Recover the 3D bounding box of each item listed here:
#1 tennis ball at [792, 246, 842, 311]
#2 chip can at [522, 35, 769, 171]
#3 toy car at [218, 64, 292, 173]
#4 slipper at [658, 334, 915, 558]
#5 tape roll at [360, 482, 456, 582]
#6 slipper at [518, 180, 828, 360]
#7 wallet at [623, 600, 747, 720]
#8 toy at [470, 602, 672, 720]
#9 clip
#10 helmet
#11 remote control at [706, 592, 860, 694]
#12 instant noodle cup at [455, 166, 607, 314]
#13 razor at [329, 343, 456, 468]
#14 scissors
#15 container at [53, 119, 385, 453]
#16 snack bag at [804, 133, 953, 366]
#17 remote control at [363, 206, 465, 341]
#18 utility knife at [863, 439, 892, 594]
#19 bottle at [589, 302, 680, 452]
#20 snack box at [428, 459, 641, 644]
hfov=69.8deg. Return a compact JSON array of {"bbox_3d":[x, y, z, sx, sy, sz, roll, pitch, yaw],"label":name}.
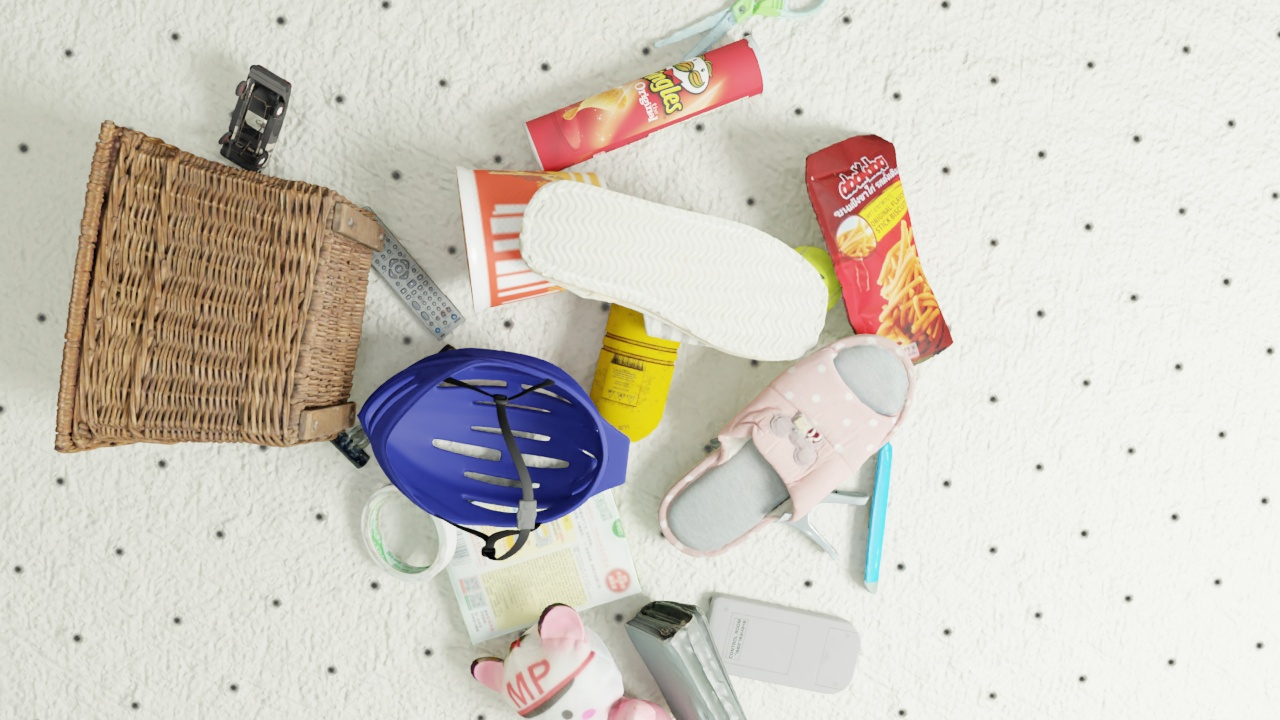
[{"bbox_3d":[0.150,-0.071,0.831,0.065,0.065,0.065,0,96,-3],"label":"tennis ball"},{"bbox_3d":[0.004,-0.225,0.814,0.214,0.052,0.052,-21,97,-1],"label":"chip can"},{"bbox_3d":[-0.332,-0.209,0.797,0.040,0.037,0.092,30,119,-7],"label":"toy car"},{"bbox_3d":[0.126,0.083,0.807,0.114,0.054,0.275,44,107,-7],"label":"slipper"},{"bbox_3d":[-0.213,0.156,0.840,0.094,0.018,0.094,5,104,20],"label":"tape roll"},{"bbox_3d":[0.029,-0.073,0.759,0.272,0.054,0.114,19,94,-18],"label":"slipper"},{"bbox_3d":[0.045,0.290,0.847,0.054,0.100,0.131,-26,98,-23],"label":"wallet"},{"bbox_3d":[-0.046,0.321,0.846,0.213,0.084,0.142,44,127,-10],"label":"toy"},{"bbox_3d":[0.139,0.109,0.869,0.163,0.028,0.115,27,96,-7],"label":"clip"},{"bbox_3d":[-0.131,0.076,0.748,0.241,0.227,0.148,7,103,0],"label":"helmet"},{"bbox_3d":[0.136,0.275,0.890,0.151,0.019,0.074,12,95,-4],"label":"remote control"},{"bbox_3d":[-0.090,-0.109,0.791,0.121,0.123,0.123,-7,96,-10],"label":"instant noodle cup"},{"bbox_3d":[-0.224,0.037,0.843,0.144,0.022,0.043,-44,98,2],"label":"razor"},{"bbox_3d":[0.084,-0.323,0.829,0.175,0.032,0.093,-26,100,-4],"label":"scissors"},{"bbox_3d":[-0.325,-0.044,0.744,0.183,0.162,0.250,8,90,0],"label":"container"},{"bbox_3d":[0.209,-0.096,0.823,0.138,0.067,0.208,-28,100,-38],"label":"snack bag"},{"bbox_3d":[-0.216,-0.079,0.835,0.033,0.013,0.136,-39,97,1],"label":"remote control"},{"bbox_3d":[0.230,0.135,0.881,0.015,0.031,0.185,10,96,35],"label":"utility knife"},{"bbox_3d":[-0.005,0.005,0.828,0.071,0.071,0.164,13,95,-5],"label":"bottle"},{"bbox_3d":[-0.097,0.179,0.862,0.168,0.027,0.132,-17,96,-2],"label":"snack box"}]
